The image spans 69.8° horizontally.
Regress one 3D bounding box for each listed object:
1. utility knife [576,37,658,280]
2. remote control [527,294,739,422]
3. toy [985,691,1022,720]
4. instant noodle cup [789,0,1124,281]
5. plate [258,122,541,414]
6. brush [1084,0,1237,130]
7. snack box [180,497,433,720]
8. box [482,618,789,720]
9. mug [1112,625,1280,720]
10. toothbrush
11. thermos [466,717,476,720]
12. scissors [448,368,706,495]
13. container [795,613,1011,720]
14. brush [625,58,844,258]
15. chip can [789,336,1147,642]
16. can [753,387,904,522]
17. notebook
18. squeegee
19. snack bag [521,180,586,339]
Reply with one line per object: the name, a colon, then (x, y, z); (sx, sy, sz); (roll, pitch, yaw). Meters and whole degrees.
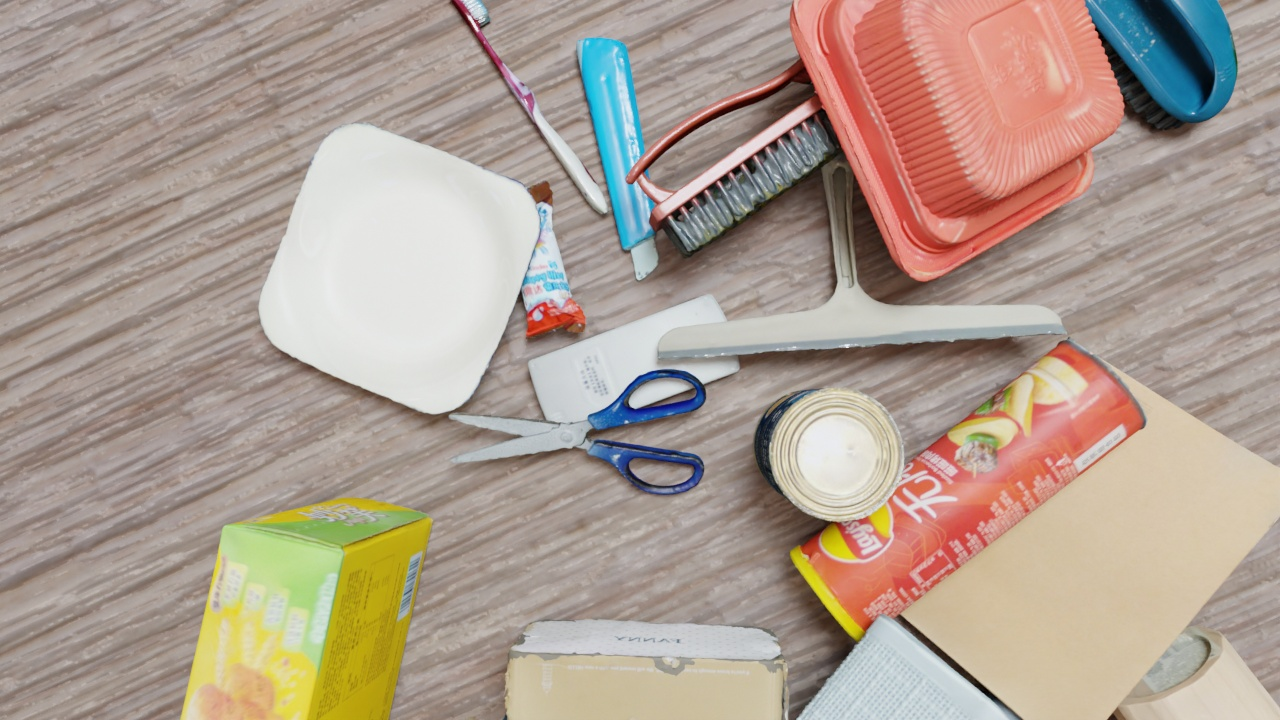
utility knife: (-0.012, -0.136, 0.616); (0.034, 0.018, 0.166); (-11, 89, 10)
remote control: (-0.004, 0.004, 0.608); (0.135, 0.019, 0.056); (-21, 87, 2)
toy: (0.136, 0.322, 0.560); (0.356, 0.091, 0.138); (-39, 58, 0)
instant noodle cup: (0.188, -0.158, 0.516); (0.164, 0.079, 0.189); (-30, 98, -19)
plate: (-0.157, -0.060, 0.607); (0.164, 0.034, 0.163); (23, 93, 6)
brush: (0.316, -0.208, 0.567); (0.055, 0.073, 0.144); (-43, 96, -10)
snack box: (-0.198, 0.194, 0.541); (0.070, 0.157, 0.210); (12, 88, 5)
box: (-0.003, 0.198, 0.567); (0.184, 0.090, 0.059); (-1, 88, 5)
mug: (0.327, 0.237, 0.554); (0.125, 0.084, 0.103); (-36, 85, 16)
toothbrush: (-0.073, -0.177, 0.623); (0.017, 0.016, 0.187); (-34, 86, -9)
thermos: (-0.064, 0.288, 0.569); (0.143, 0.093, 0.093); (28, 89, 11)
scissors: (-0.035, 0.040, 0.591); (0.169, 0.012, 0.147); (31, 104, -12)
container: (0.138, 0.222, 0.513); (0.111, 0.090, 0.090); (-45, 48, -9)
brush: (0.065, -0.128, 0.554); (0.146, 0.063, 0.069); (-34, 92, 0)
chip can: (0.196, 0.081, 0.559); (0.217, 0.073, 0.073); (-39, 86, 6)
can: (0.110, 0.054, 0.554); (0.075, 0.111, 0.075); (0, 87, 3)
notebook: (0.268, 0.110, 0.566); (0.149, 0.012, 0.211); (40, 90, 28)
squeegee: (0.129, -0.125, 0.598); (0.246, 0.039, 0.246); (-4, 81, 7)
snack bag: (-0.067, -0.064, 0.611); (0.045, 0.026, 0.105); (-17, 84, 16)
